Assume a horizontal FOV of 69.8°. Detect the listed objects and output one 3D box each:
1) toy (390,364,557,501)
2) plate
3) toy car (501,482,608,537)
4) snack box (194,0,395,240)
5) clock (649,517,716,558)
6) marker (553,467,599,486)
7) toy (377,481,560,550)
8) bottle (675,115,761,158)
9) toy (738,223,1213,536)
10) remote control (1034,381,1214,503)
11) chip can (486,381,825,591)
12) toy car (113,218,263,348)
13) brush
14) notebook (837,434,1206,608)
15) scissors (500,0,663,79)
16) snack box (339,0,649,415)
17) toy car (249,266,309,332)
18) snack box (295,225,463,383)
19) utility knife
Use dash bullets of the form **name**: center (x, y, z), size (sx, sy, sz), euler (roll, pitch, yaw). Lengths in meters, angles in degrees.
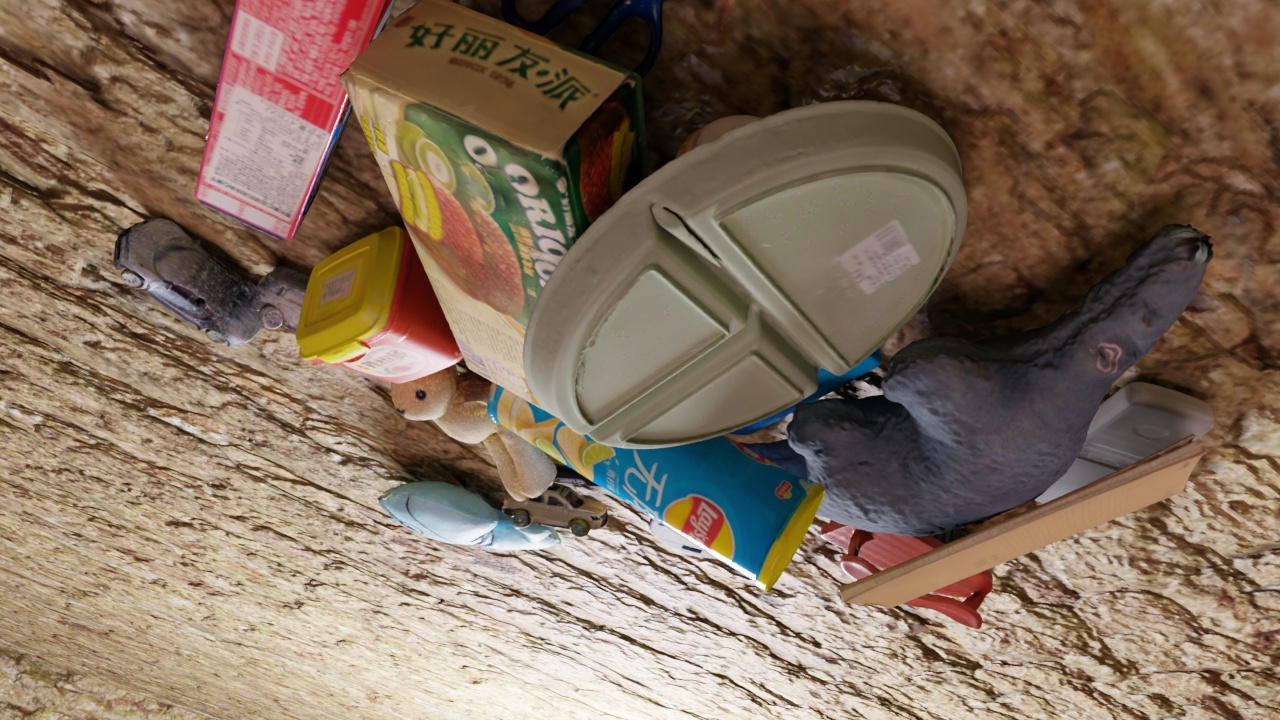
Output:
- **toy**: center (-0.122, 0.046, 0.673), size (0.105, 0.066, 0.157), euler (1, 139, 48)
- **plate**: center (0.056, -0.024, 0.439), size (0.230, 0.027, 0.231), euler (-19, 151, -12)
- **toy car**: center (-0.072, 0.126, 0.787), size (0.090, 0.042, 0.035), euler (11, 102, 7)
- **snack box**: center (-0.164, -0.139, 0.437), size (0.058, 0.057, 0.208), euler (25, 144, -20)
- **clock**: center (0.055, 0.107, 0.705), size (0.082, 0.055, 0.122), euler (18, 144, -3)
- **marker**: center (-0.043, 0.098, 0.762), size (0.124, 0.015, 0.018), euler (2, 139, 20)
- **toy**: center (-0.162, 0.142, 0.833), size (0.162, 0.049, 0.156), euler (-2, 153, 34)
- **bottle**: center (0.045, -0.066, 0.457), size (0.063, 0.063, 0.109), euler (11, 145, 5)
- **toy**: center (0.174, 0.040, 0.541), size (0.138, 0.091, 0.358), euler (38, 138, -17)
- **remote control**: center (0.293, 0.057, 0.580), size (0.056, 0.020, 0.136), euler (18, 146, -3)
- **chip can**: center (0.006, 0.058, 0.575), size (0.210, 0.071, 0.071), euler (29, 150, 19)
- **toy car**: center (-0.296, -0.052, 0.611), size (0.031, 0.048, 0.105), euler (-18, 135, 33)
- **brush**: center (0.212, 0.155, 0.704), size (0.145, 0.069, 0.063), euler (29, 144, -20)
- **notebook**: center (0.240, 0.111, 0.578), size (0.212, 0.012, 0.149), euler (-28, 153, 17)
- **scissors**: center (0.018, -0.165, 0.376), size (0.174, 0.012, 0.126), euler (-4, 139, 23)
- **snack box**: center (-0.054, -0.053, 0.465), size (0.114, 0.063, 0.240), euler (27, 154, 20)
- **toy car**: center (-0.216, -0.032, 0.621), size (0.090, 0.043, 0.034), euler (28, 110, -11)
- **snack box**: center (-0.156, -0.031, 0.573), size (0.091, 0.081, 0.080), euler (-17, 148, 38)
- **utility knife**: center (0.096, 0.022, 0.604), size (0.034, 0.018, 0.161), euler (15, 149, -26)
